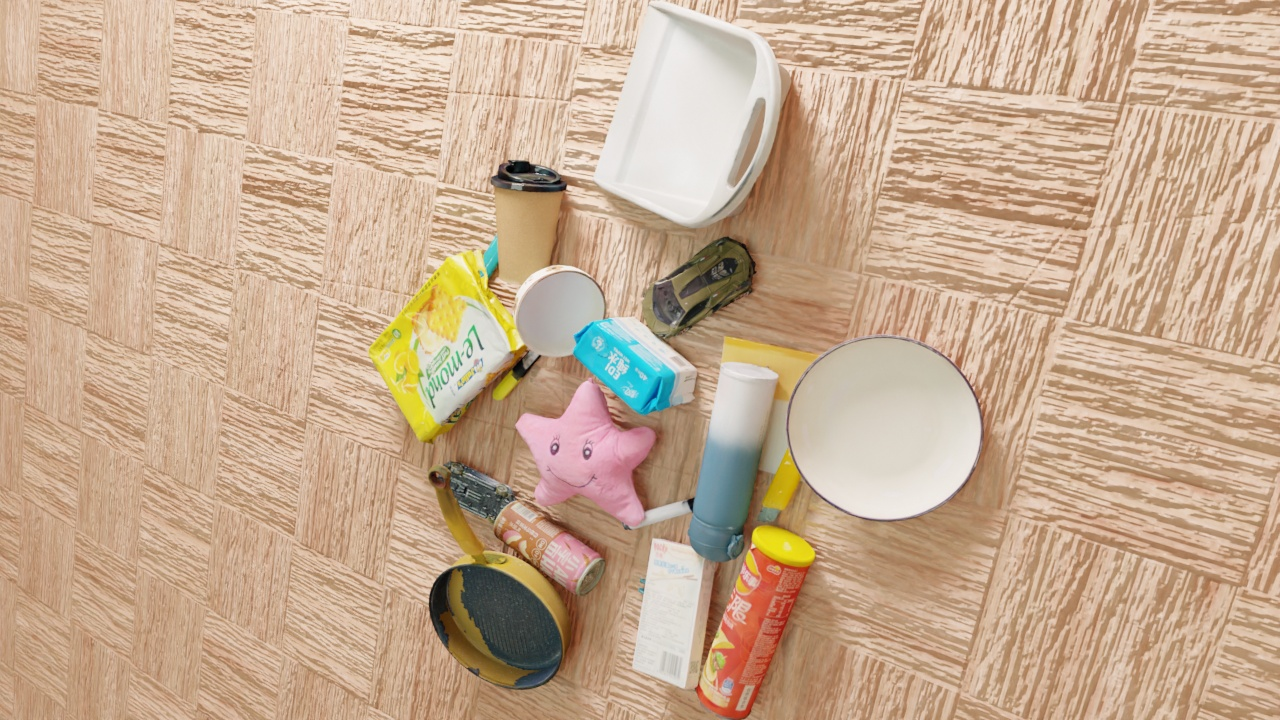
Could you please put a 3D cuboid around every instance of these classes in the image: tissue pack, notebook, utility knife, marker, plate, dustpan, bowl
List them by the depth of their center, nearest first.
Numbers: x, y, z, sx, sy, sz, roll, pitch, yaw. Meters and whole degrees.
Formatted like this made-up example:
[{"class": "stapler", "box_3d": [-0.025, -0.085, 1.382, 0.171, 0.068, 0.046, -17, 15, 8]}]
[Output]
[{"class": "plate", "box_3d": [0.247, 0.067, 0.937, 0.193, 0.039, 0.192, 3, 100, 16]}, {"class": "dustpan", "box_3d": [0.048, -0.258, 0.976, 0.258, 0.142, 0.223, 27, 108, 24]}, {"class": "utility knife", "box_3d": [0.168, 0.107, 1.003, 0.033, 0.015, 0.173, 31, 110, 23]}, {"class": "notebook", "box_3d": [0.176, 0.062, 1.009, 0.206, 0.010, 0.146, 13, 103, 28]}, {"class": "tissue pack", "box_3d": [-0.006, 0.006, 1.063, 0.140, 0.089, 0.063, 40, 114, 21]}, {"class": "marker", "box_3d": [0.034, 0.183, 1.101, 0.131, 0.018, 0.022, -22, 71, 29]}, {"class": "bowl", "box_3d": [-0.103, -0.067, 1.114, 0.114, 0.113, 0.062, -68, 30, 18]}, {"class": "marker", "box_3d": [-0.152, 0.008, 1.193, 0.124, 0.015, 0.018, -47, 73, 22]}, {"class": "utility knife", "box_3d": [-0.197, -0.133, 1.204, 0.029, 0.013, 0.161, 49, 119, 19]}]

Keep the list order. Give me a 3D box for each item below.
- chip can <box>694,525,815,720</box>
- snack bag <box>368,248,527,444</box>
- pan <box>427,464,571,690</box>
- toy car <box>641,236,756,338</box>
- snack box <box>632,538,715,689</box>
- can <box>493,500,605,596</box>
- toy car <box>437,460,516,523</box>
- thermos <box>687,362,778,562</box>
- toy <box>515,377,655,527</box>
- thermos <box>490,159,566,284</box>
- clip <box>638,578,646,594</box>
[{"class": "chip can", "box_3d": [0.127, 0.296, 1.029, 0.073, 0.073, 0.217, 25, 107, 26]}, {"class": "snack bag", "box_3d": [-0.249, -0.016, 1.209, 0.247, 0.068, 0.158, -41, 76, 31]}, {"class": "pan", "box_3d": [-0.199, 0.273, 1.152, 0.198, 0.078, 0.358, 1, 114, 23]}, {"class": "toy car", "box_3d": [0.063, -0.080, 1.044, 0.158, 0.042, 0.070, -34, 78, 31]}, {"class": "snack box", "box_3d": [0.039, 0.293, 1.073, 0.085, 0.026, 0.156, 4, 83, 44]}, {"class": "can", "box_3d": [-0.117, 0.238, 1.172, 0.147, 0.057, 0.058, 30, 109, 24]}, {"class": "toy car", "box_3d": [-0.220, 0.178, 1.239, 0.121, 0.036, 0.054, 23, 106, 16]}, {"class": "thermos", "box_3d": [0.101, 0.114, 1.016, 0.070, 0.070, 0.220, 16, 104, 28]}, {"class": "toy", "box_3d": [-0.073, 0.105, 1.120, 0.195, 0.074, 0.179, 11, 104, 26]}, {"class": "thermos", "box_3d": [-0.140, -0.169, 1.129, 0.093, 0.092, 0.143, 17, 112, 28]}, {"class": "clip", "box_3d": [0.022, 0.283, 1.122, 0.057, 0.014, 0.046, 16, 102, 30]}]
